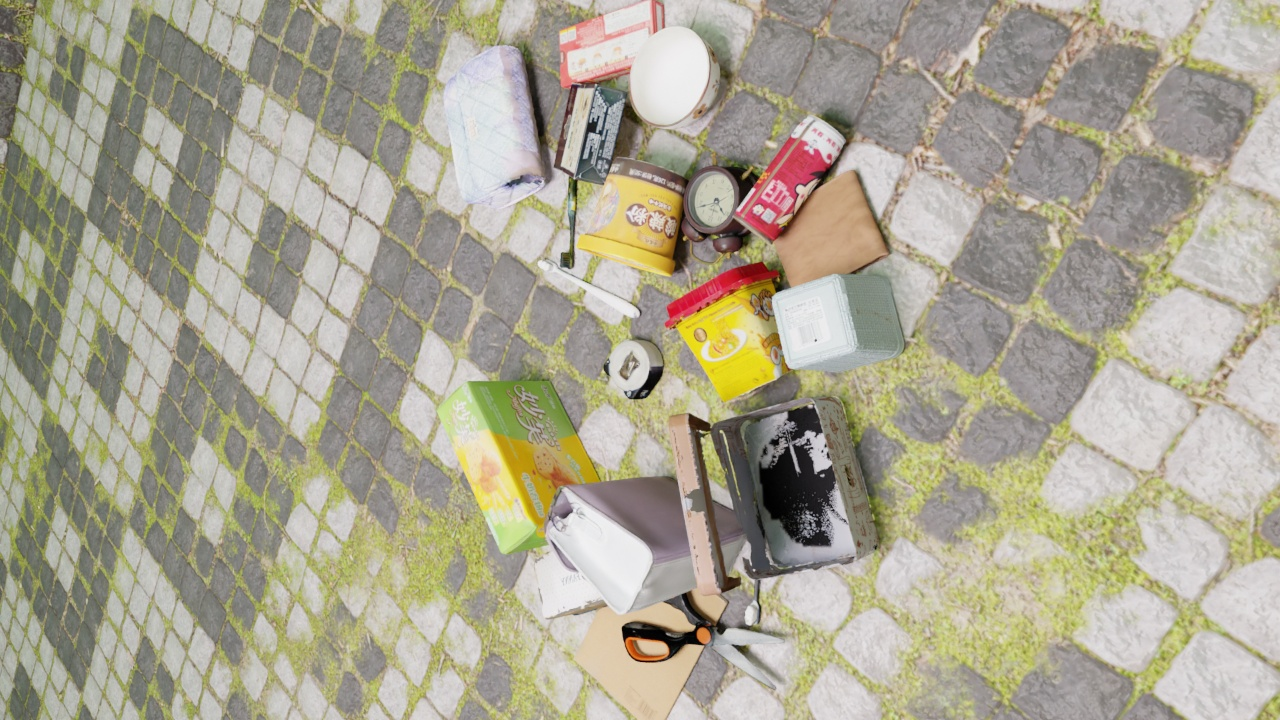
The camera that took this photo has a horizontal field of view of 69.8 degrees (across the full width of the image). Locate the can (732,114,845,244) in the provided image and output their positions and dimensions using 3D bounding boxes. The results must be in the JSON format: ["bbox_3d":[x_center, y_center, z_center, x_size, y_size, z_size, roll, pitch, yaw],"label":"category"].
[{"bbox_3d":[0.158,-0.192,0.974,0.053,0.053,0.133,41,100,29],"label":"can"}]

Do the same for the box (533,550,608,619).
[{"bbox_3d":[-0.069,0.268,1.142,0.185,0.059,0.089,-31,66,50],"label":"box"}]

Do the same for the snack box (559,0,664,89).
[{"bbox_3d":[-0.038,-0.394,1.152,0.153,0.025,0.075,-3,90,37],"label":"snack box"}]

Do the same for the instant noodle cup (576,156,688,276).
[{"bbox_3d":[-0.003,-0.169,1.079,0.118,0.118,0.114,20,93,35],"label":"instant noodle cup"}]

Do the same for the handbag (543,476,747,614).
[{"bbox_3d":[0.007,0.194,1.021,0.145,0.196,0.099,38,112,31],"label":"handbag"}]

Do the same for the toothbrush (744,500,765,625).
[{"bbox_3d":[0.133,0.212,1.039,0.016,0.018,0.181,7,93,40],"label":"toothbrush"}]

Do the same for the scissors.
[{"bbox_3d":[0.060,0.320,1.078,0.221,0.021,0.211,50,120,24],"label":"scissors"}]

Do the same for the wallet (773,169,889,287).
[{"bbox_3d":[0.198,-0.133,0.983,0.116,0.020,0.101,-27,74,36],"label":"wallet"}]

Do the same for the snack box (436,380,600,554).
[{"bbox_3d":[-0.143,0.127,1.157,0.070,0.157,0.210,-39,68,29],"label":"snack box"}]

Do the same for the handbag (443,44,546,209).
[{"bbox_3d":[-0.198,-0.310,1.244,0.134,0.075,0.193,-18,81,36],"label":"handbag"}]

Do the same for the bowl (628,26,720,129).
[{"bbox_3d":[0.048,-0.322,1.066,0.114,0.062,0.113,0,90,36],"label":"bowl"}]

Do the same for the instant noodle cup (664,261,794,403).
[{"bbox_3d":[0.108,-0.029,1.002,0.116,0.116,0.123,-28,85,34],"label":"instant noodle cup"}]

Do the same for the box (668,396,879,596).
[{"bbox_3d":[0.120,0.132,0.929,0.157,0.193,0.183,-19,78,29],"label":"box"}]

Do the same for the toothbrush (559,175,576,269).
[{"bbox_3d":[-0.093,-0.213,1.202,0.012,0.017,0.186,-168,81,-74],"label":"toothbrush"}]

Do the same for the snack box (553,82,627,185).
[{"bbox_3d":[-0.064,-0.281,1.134,0.125,0.053,0.113,-126,49,-70],"label":"snack box"}]

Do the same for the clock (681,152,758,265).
[{"bbox_3d":[0.090,-0.168,1.040,0.082,0.055,0.122,29,109,33],"label":"clock"}]

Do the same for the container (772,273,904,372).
[{"bbox_3d":[0.197,-0.038,0.927,0.090,0.111,0.090,-18,80,36],"label":"container"}]

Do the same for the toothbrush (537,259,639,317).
[{"bbox_3d":[-0.068,-0.094,1.185,0.180,0.016,0.016,30,110,33],"label":"toothbrush"}]

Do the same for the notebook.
[{"bbox_3d":[0.008,0.337,1.138,0.149,0.012,0.212,35,111,30],"label":"notebook"}]

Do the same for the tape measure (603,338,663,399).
[{"bbox_3d":[-0.007,0.007,1.130,0.066,0.033,0.066,44,116,26],"label":"tape measure"}]
